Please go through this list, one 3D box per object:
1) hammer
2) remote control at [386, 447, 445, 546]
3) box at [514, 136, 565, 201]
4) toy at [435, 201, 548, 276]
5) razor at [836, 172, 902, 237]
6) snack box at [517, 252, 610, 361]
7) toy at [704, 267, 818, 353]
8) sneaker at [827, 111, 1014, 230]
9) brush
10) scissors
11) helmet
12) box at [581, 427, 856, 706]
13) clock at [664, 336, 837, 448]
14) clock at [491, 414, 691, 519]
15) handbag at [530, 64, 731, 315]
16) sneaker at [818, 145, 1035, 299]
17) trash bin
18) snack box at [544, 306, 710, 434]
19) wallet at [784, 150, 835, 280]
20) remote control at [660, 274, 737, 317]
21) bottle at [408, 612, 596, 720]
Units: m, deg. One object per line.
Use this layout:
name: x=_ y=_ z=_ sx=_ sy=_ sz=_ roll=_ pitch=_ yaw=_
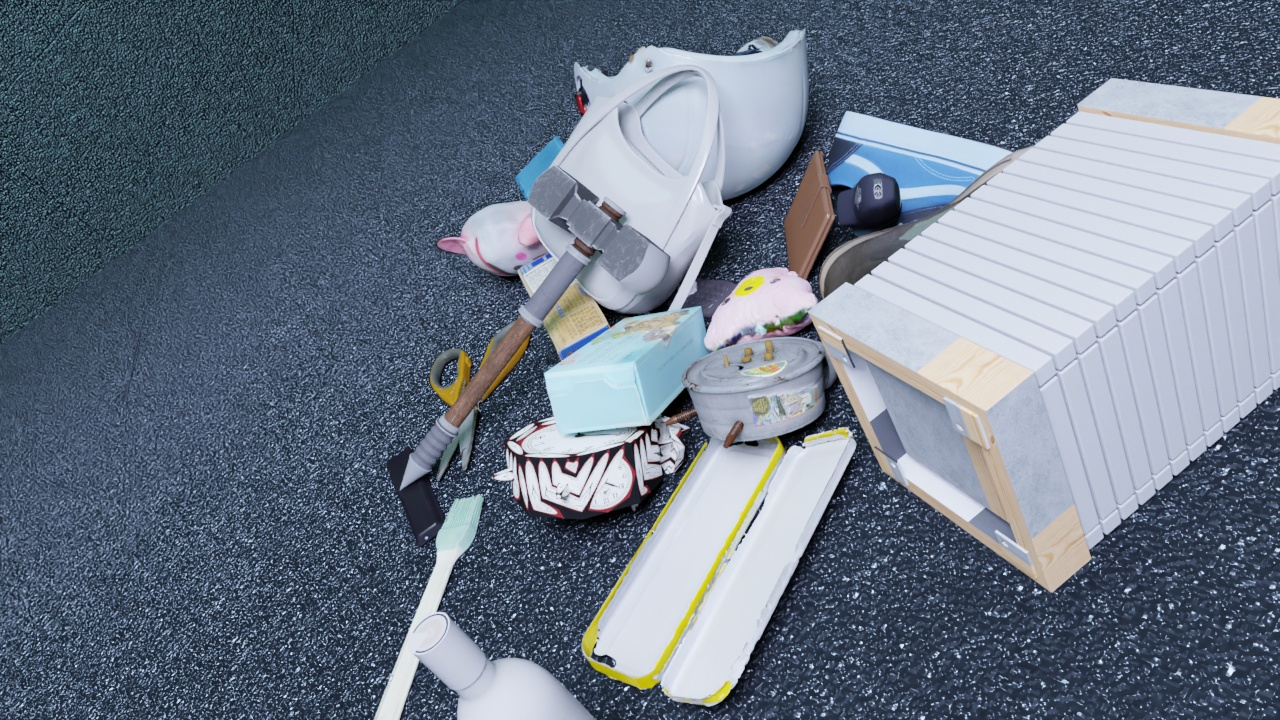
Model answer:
hammer: x=-0.119 y=-0.009 z=0.814 sx=0.156 sy=0.043 sz=0.322 roll=43 pitch=100 yaw=26
remote control: x=-0.208 y=0.122 z=0.842 sx=0.032 sy=0.015 sz=0.136 roll=-36 pitch=33 yaw=-7
box: x=-0.110 y=-0.228 z=1.198 sx=0.093 sy=0.048 sz=0.231 roll=-32 pitch=32 yaw=2
toy: x=-0.112 y=-0.151 z=1.035 sx=0.214 sy=0.084 sz=0.141 roll=-20 pitch=-4 yaw=25
razor: x=0.179 y=-0.123 z=0.712 sx=0.052 sy=0.047 sz=0.142 roll=-2 pitch=3 yaw=12
snack box: x=-0.070 y=-0.044 z=0.914 sx=0.056 sy=0.057 sz=0.206 roll=-29 pitch=32 yaw=-2
toy: x=0.105 y=-0.047 z=0.772 sx=0.103 sy=0.050 sz=0.093 roll=-19 pitch=34 yaw=29
sneaker: x=0.257 y=-0.135 z=0.766 sx=0.241 sy=0.083 sz=0.098 roll=30 pitch=111 yaw=42
brush: x=-0.166 y=0.193 z=0.718 sx=0.033 sy=0.012 sz=0.217 roll=-15 pitch=37 yaw=25
scissors: x=-0.162 y=0.032 z=0.925 sx=0.162 sy=0.016 sz=0.225 roll=-30 pitch=33 yaw=5
helmet: x=0.056 y=-0.252 z=0.979 sx=0.236 sy=0.164 sz=0.264 roll=-16 pitch=18 yaw=-27
box: x=0.055 y=0.123 z=0.603 sx=0.130 sy=0.039 sz=0.209 roll=-5 pitch=40 yaw=47
clock: x=0.096 y=0.013 z=0.671 sx=0.147 sy=0.056 sz=0.104 roll=-21 pitch=17 yaw=-25
clock: x=-0.028 y=0.078 z=0.706 sx=0.154 sy=0.065 sz=0.115 roll=-20 pitch=18 yaw=-41
handbag: x=0.012 y=-0.159 z=0.842 sx=0.216 sy=0.095 sz=0.223 roll=49 pitch=119 yaw=26
sneaker: x=0.241 y=-0.067 z=0.638 sx=0.235 sy=0.095 sz=0.119 roll=-20 pitch=29 yaw=17
trash bin: x=0.255 y=-0.024 z=0.529 sx=0.246 sy=0.142 sz=0.142 roll=-37 pitch=33 yaw=-8
snack box: x=-0.004 y=0.004 z=0.730 sx=0.075 sy=0.053 sz=0.174 roll=-9 pitch=13 yaw=23
wallet: x=0.150 y=-0.124 z=0.824 sx=0.013 sy=0.088 sz=0.120 roll=14 pitch=39 yaw=-7
remote control: x=0.041 y=-0.067 z=0.892 sx=0.046 sy=0.009 sz=0.124 roll=-45 pitch=35 yaw=-20
bottle: x=-0.048 y=0.188 z=0.452 sx=0.052 sy=0.195 sz=0.052 roll=-22 pitch=34 yaw=15
